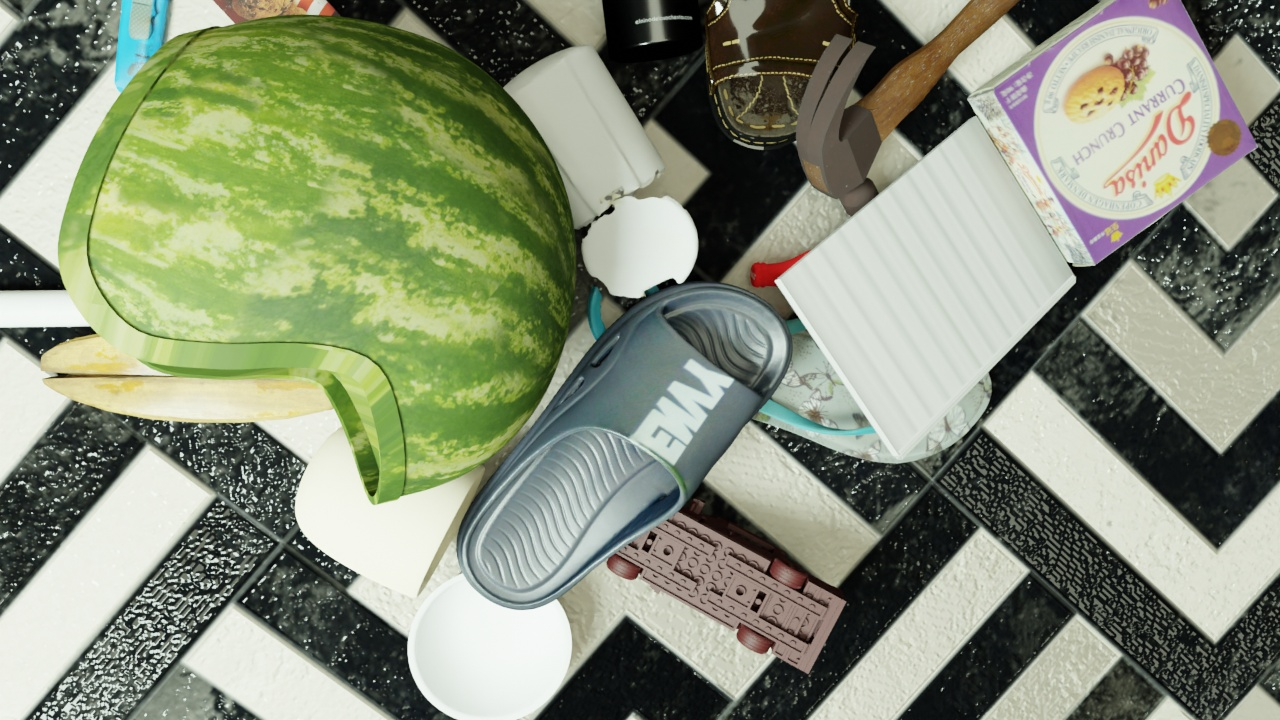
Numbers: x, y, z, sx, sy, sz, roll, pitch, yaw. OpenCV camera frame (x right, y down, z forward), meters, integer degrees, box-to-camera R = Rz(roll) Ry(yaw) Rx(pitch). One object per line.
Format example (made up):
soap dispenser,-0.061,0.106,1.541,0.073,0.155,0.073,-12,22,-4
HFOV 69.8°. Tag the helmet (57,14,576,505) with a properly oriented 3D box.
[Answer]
helmet,-0.152,-0.059,0.503,0.247,0.214,0.243,28,75,-21

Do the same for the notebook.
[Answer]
notebook,0.201,-0.054,0.620,0.209,0.009,0.142,-39,99,-22

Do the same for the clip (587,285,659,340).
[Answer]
clip,0.014,-0.004,0.639,0.113,0.028,0.127,-27,100,-8

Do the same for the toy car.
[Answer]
toy car,0.053,0.144,0.641,0.170,0.062,0.070,27,94,10

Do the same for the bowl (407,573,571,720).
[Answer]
bowl,-0.104,0.193,0.644,0.110,0.040,0.110,-1,96,-6

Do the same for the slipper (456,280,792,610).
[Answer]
slipper,-0.016,0.057,0.573,0.110,0.083,0.268,44,94,-5

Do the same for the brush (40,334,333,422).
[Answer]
brush,-0.279,0.009,0.595,0.195,0.043,0.059,3,96,-7

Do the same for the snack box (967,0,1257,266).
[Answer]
snack box,0.330,-0.166,0.643,0.143,0.040,0.148,-36,100,-1

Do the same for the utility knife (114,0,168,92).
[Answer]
utility knife,-0.310,-0.212,0.575,0.031,0.015,0.205,10,98,-4

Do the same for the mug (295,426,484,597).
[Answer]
mug,-0.161,0.078,0.594,0.100,0.096,0.120,27,89,-2

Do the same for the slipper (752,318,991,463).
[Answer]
slipper,0.128,0.017,0.630,0.268,0.055,0.098,10,96,-13

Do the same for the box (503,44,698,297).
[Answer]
box,-0.025,-0.116,0.585,0.083,0.092,0.166,-34,103,4

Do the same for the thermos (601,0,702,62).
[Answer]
thermos,-0.004,-0.311,0.572,0.061,0.061,0.231,-8,99,-6

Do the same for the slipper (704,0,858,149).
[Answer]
slipper,0.093,-0.271,0.582,0.113,0.076,0.268,2,98,-7

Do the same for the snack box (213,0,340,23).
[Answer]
snack box,-0.220,-0.214,0.576,0.051,0.032,0.141,-43,101,0

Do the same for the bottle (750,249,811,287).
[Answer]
bottle,0.136,-0.060,0.638,0.119,0.036,0.036,-1,98,-6

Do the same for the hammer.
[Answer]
hammer,0.228,-0.234,0.612,0.323,0.033,0.115,-44,137,-5

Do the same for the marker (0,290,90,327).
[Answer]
marker,-0.359,-0.033,0.588,0.133,0.027,0.023,-1,113,-7
